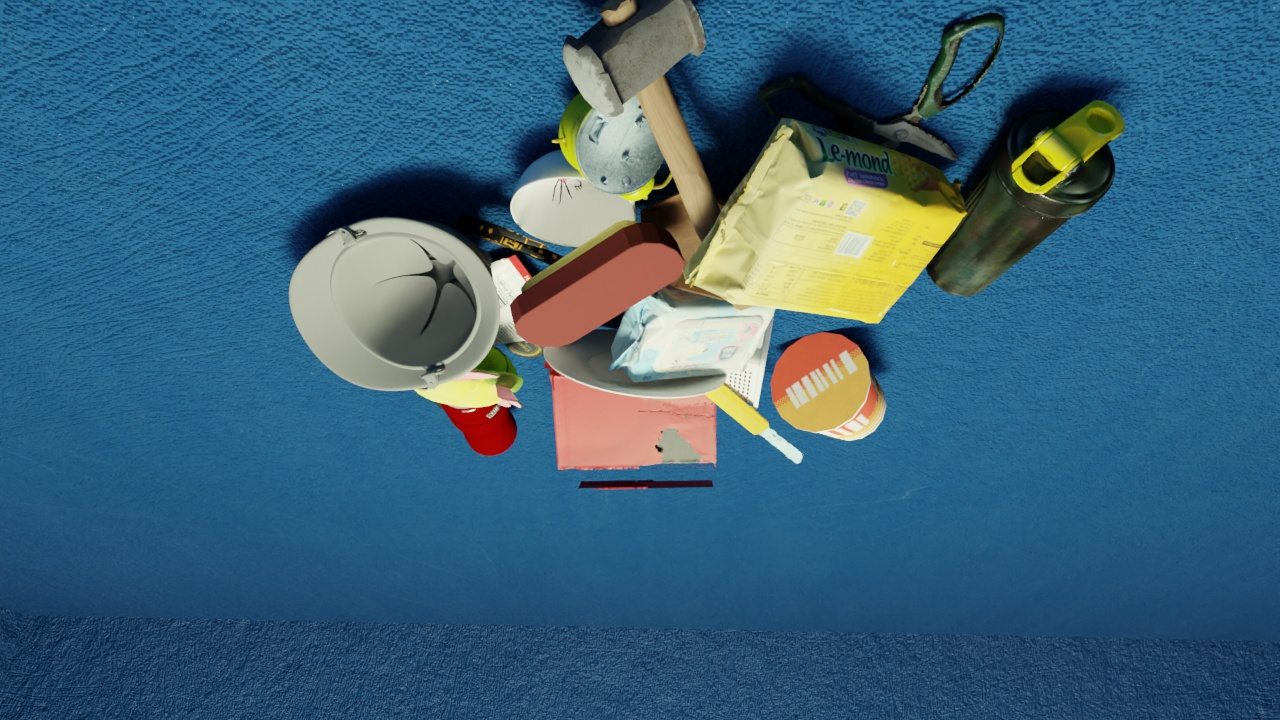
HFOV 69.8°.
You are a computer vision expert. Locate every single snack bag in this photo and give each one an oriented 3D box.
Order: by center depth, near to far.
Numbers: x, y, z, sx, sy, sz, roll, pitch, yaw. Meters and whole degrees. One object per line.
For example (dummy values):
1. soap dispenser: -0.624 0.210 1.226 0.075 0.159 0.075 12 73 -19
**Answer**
1. snack bag: 0.170 -0.107 0.790 0.246 0.068 0.160 4 129 -37
2. snack bag: -0.170 -0.062 1.039 0.144 0.039 0.131 -7 140 26

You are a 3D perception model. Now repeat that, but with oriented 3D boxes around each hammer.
1. hammer: 0.040 -0.150 0.750 0.098 0.052 0.328 -39 137 -9
2. hammer: -0.040 -0.085 0.973 0.320 0.036 0.123 20 -178 -40

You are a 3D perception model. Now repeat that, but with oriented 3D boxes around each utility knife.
1. utility knife: 0.130 0.070 1.139 0.031 0.019 0.224 -36 118 27

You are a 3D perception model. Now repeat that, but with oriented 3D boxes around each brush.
1. brush: -0.044 -0.075 0.864 0.174 0.041 0.082 -30 151 21

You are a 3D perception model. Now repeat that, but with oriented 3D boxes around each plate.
1. plate: 0.062 -0.113 0.867 0.131 0.025 0.131 17 143 13
2. plate: -0.006 0.006 1.040 0.208 0.208 0.015 5 110 -8

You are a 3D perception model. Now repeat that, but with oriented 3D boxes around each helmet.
1. helmet: -0.230 -0.075 0.953 0.272 0.117 0.183 -14 113 33

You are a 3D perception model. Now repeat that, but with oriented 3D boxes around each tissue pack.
1. tissue pack: 0.055 -0.036 0.979 0.181 0.070 0.112 -6 139 -33

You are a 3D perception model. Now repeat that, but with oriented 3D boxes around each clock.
1. clock: -0.013 -0.179 0.760 0.119 0.057 0.083 20 103 -35

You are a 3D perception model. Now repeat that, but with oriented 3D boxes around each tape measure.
1. tape measure: -0.136 -0.032 1.113 0.061 0.034 0.061 -19 134 28

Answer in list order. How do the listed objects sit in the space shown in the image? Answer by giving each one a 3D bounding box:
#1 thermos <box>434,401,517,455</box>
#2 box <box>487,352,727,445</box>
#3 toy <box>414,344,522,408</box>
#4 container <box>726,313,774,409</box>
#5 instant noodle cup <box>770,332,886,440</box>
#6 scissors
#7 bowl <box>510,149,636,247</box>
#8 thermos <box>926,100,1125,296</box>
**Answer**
1. thermos: -0.232 0.059 1.251 0.108 0.083 0.199 16 157 10
2. box: -0.017 0.031 1.024 0.214 0.171 0.478 0 -169 2
3. toy: -0.216 0.009 1.063 0.190 0.087 0.238 19 177 -39
4. container: 0.128 -0.002 1.116 0.049 0.080 0.129 10 154 8
5. instant noodle cup: 0.246 0.043 1.158 0.124 0.123 0.121 -14 157 28
6. scissors: 0.215 -0.218 0.751 0.201 0.015 0.205 14 150 -27
7. bowl: -0.060 -0.156 0.845 0.115 0.050 0.115 2 156 1
8. thermos: 0.332 -0.136 0.823 0.098 0.098 0.221 5 157 -7
